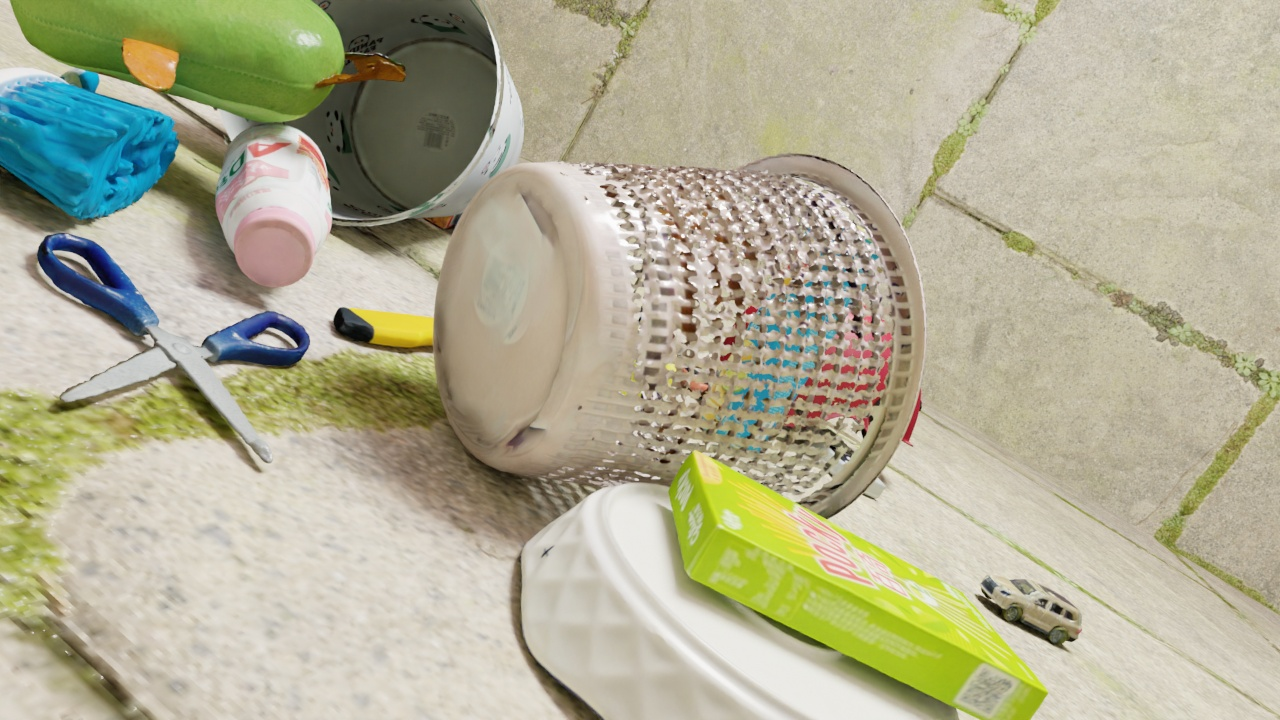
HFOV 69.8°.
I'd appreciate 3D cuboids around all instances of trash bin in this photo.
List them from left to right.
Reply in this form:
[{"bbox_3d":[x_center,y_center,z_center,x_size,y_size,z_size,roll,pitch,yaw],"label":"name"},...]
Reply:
[{"bbox_3d":[-0.213,-0.229,0.820,0.229,0.230,0.251,30,6,-1],"label":"trash bin"},{"bbox_3d":[0.005,-0.016,0.498,0.191,0.228,0.227,4,26,-39],"label":"trash bin"}]

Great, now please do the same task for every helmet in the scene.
[{"bbox_3d":[0.210,-0.001,1.001,0.239,0.144,0.207,16,10,-22],"label":"helmet"}]

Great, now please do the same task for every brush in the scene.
[{"bbox_3d":[-0.335,-0.148,0.557,0.109,0.060,0.314,23,10,-18],"label":"brush"}]

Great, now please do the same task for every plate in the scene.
[{"bbox_3d":[0.047,0.117,0.385,0.205,0.045,0.204,29,12,-7],"label":"plate"}]

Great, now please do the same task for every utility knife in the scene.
[{"bbox_3d":[-0.118,-0.015,0.610,0.033,0.015,0.219,35,14,26],"label":"utility knife"}]

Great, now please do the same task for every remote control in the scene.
[{"bbox_3d":[0.204,0.096,0.957,0.058,0.021,0.150,27,11,-16],"label":"remote control"}]

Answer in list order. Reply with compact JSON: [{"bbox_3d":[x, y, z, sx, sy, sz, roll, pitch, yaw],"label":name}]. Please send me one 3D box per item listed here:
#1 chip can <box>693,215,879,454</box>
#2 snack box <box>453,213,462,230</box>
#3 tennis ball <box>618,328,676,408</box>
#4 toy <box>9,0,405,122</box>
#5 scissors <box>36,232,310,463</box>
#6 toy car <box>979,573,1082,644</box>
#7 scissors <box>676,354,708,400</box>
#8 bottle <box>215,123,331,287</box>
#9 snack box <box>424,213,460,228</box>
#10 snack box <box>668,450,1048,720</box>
[{"bbox_3d":[0.126,-0.023,0.782,0.071,0.210,0.071,29,12,-7],"label":"chip can"},{"bbox_3d":[-0.124,-0.115,1.022,0.157,0.026,0.084,32,12,6],"label":"snack box"},{"bbox_3d":[-0.004,0.004,0.703,0.065,0.065,0.065,29,11,-7],"label":"tennis ball"},{"bbox_3d":[-0.276,-0.208,0.595,0.246,0.090,0.226,11,23,-15],"label":"toy"},{"bbox_3d":[-0.197,-0.009,0.393,0.176,0.012,0.162,34,11,16],"label":"scissors"},{"bbox_3d":[0.324,0.203,0.764,0.090,0.035,0.042,25,11,-15],"label":"toy car"},{"bbox_3d":[0.016,-0.010,0.959,0.189,0.015,0.226,25,11,-24],"label":"scissors"},{"bbox_3d":[-0.225,-0.095,0.564,0.068,0.068,0.197,24,14,-29],"label":"bottle"},{"bbox_3d":[-0.267,-0.195,1.002,0.156,0.027,0.077,30,12,-3],"label":"snack box"},{"bbox_3d":[0.087,0.096,0.393,0.156,0.026,0.085,28,10,-9],"label":"snack box"}]
